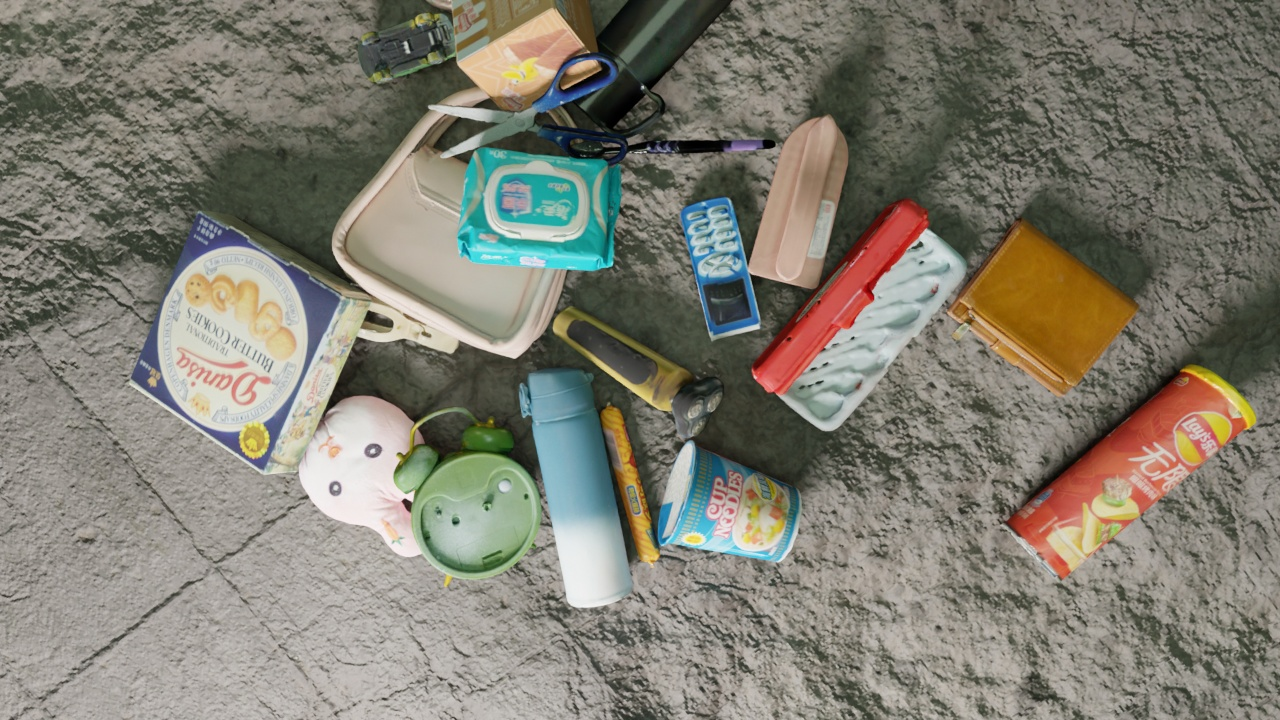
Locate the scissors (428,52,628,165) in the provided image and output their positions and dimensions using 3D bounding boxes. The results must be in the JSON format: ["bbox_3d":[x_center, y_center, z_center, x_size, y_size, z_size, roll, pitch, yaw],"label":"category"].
[{"bbox_3d":[-0.085,-0.205,0.764,0.162,0.012,0.163,25,124,-21],"label":"scissors"}]

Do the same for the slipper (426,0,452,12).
[{"bbox_3d":[-0.075,-0.383,0.788,0.274,0.054,0.114,-19,95,7],"label":"slipper"}]

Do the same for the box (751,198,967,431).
[{"bbox_3d":[0.194,-0.035,0.795,0.100,0.095,0.201,39,97,1],"label":"box"}]

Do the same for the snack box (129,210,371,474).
[{"bbox_3d":[-0.357,-0.017,0.834,0.178,0.045,0.182,28,98,18],"label":"snack box"}]

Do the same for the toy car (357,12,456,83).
[{"bbox_3d":[-0.206,-0.278,0.819,0.091,0.036,0.043,-15,97,4],"label":"toy car"}]

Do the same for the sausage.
[{"bbox_3d":[-0.010,0.118,0.865,0.021,0.021,0.165,-15,97,5],"label":"sausage"}]

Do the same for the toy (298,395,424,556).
[{"bbox_3d":[-0.243,0.110,0.866,0.159,0.054,0.121,43,95,-10],"label":"toy"}]

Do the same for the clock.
[{"bbox_3d":[-0.159,0.120,0.837,0.116,0.056,0.161,-21,103,-20],"label":"clock"}]

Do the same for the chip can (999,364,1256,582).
[{"bbox_3d":[0.427,0.101,0.810,0.217,0.073,0.073,-44,93,9],"label":"chip can"}]

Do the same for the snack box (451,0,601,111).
[{"bbox_3d":[-0.096,-0.277,0.764,0.094,0.077,0.092,-22,60,20],"label":"snack box"}]

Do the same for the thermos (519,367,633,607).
[{"bbox_3d":[-0.059,0.114,0.847,0.070,0.070,0.220,-11,96,5],"label":"thermos"}]

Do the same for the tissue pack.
[{"bbox_3d":[-0.083,-0.125,0.764,0.133,0.050,0.093,3,77,-9],"label":"tissue pack"}]

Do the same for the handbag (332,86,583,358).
[{"bbox_3d":[-0.140,-0.138,0.818,0.193,0.093,0.234,27,89,-2],"label":"handbag"}]

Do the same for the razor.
[{"bbox_3d":[-0.005,0.005,0.832,0.167,0.067,0.062,33,96,6],"label":"razor"}]

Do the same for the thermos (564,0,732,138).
[{"bbox_3d":[0.040,-0.297,0.784,0.090,0.068,0.243,44,99,11],"label":"thermos"}]

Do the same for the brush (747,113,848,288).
[{"bbox_3d":[0.142,-0.139,0.797,0.063,0.073,0.146,15,96,2],"label":"brush"}]

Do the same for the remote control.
[{"bbox_3d":[0.073,-0.083,0.832,0.049,0.024,0.125,-13,95,5],"label":"remote control"}]

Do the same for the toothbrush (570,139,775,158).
[{"bbox_3d":[0.029,-0.190,0.811,0.189,0.017,0.014,-3,81,-7],"label":"toothbrush"}]

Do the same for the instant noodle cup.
[{"bbox_3d":[0.083,0.133,0.830,0.110,0.099,0.099,16,98,-7],"label":"instant noodle cup"}]

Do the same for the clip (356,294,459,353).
[{"bbox_3d":[-0.223,-0.035,0.862,0.104,0.087,0.035,13,97,-26],"label":"clip"}]

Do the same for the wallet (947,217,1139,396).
[{"bbox_3d":[0.352,-0.041,0.814,0.130,0.035,0.119,37,98,0],"label":"wallet"}]
